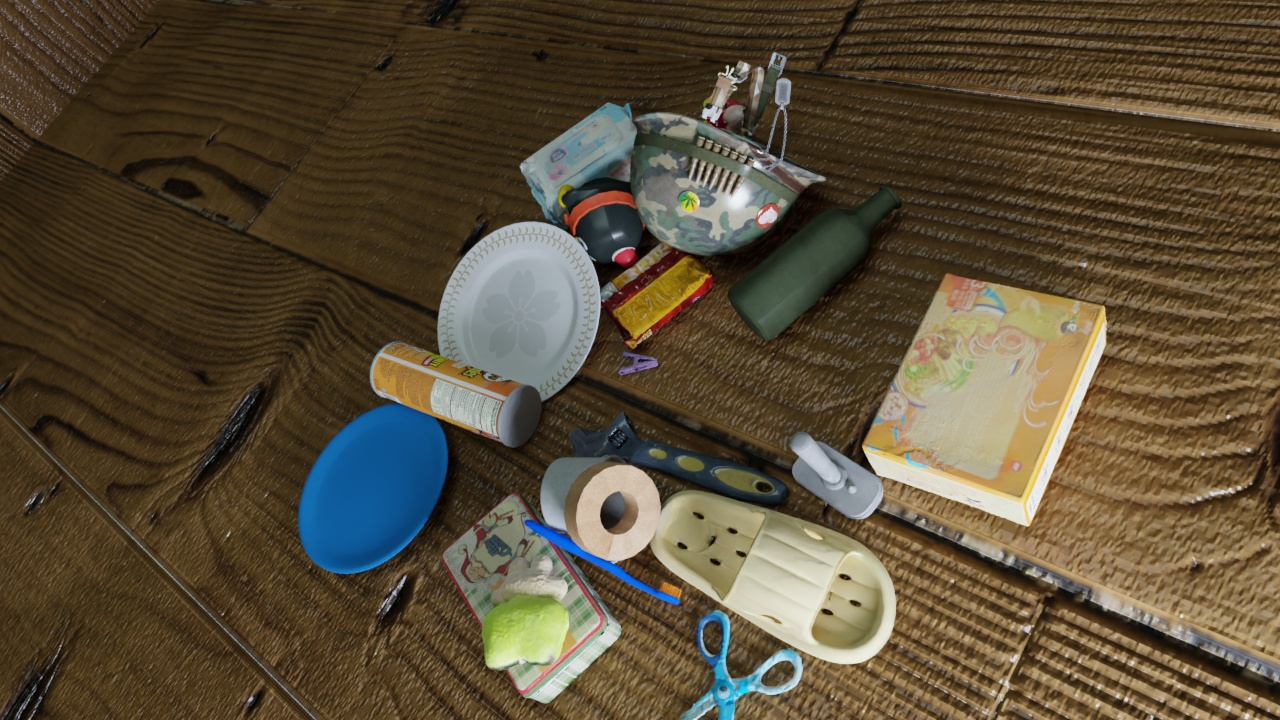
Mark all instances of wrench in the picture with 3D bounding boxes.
[{"bbox_3d":[0.031,0.107,0.974,0.274,0.022,0.073,14,69,35],"label":"wrench"}]

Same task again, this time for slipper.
[{"bbox_3d":[0.110,0.181,0.850,0.262,0.079,0.111,19,68,37],"label":"slipper"}]

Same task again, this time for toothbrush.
[{"bbox_3d":[-0.040,0.200,0.928,0.183,0.016,0.018,24,66,19],"label":"toothbrush"}]

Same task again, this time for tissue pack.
[{"bbox_3d":[-0.066,-0.267,1.235,0.182,0.070,0.112,-35,49,4],"label":"tissue pack"}]

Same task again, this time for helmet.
[{"bbox_3d":[0.099,-0.235,1.037,0.224,0.192,0.236,8,101,18],"label":"helmet"}]

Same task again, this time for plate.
[{"bbox_3d":[-0.153,-0.055,1.150,0.243,0.016,0.242,-6,77,26],"label":"plate"},{"bbox_3d":[-0.328,0.158,1.139,0.225,0.024,0.223,-14,55,21],"label":"plate"}]

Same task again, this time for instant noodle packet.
[{"bbox_3d":[0.015,-0.082,1.092,0.135,0.040,0.098,-39,47,-3],"label":"instant noodle packet"}]

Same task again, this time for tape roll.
[{"bbox_3d":[-0.027,0.147,0.902,0.027,0.094,0.094,4,60,60],"label":"tape roll"}]

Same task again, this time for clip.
[{"bbox_3d":[-0.005,-0.001,1.069,0.050,0.014,0.046,-28,48,15],"label":"clip"}]

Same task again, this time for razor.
[{"bbox_3d":[0.166,0.095,0.846,0.088,0.116,0.047,34,85,39],"label":"razor"}]

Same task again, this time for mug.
[{"bbox_3d":[-0.054,0.156,0.960,0.071,0.084,0.113,-3,91,30],"label":"mug"}]

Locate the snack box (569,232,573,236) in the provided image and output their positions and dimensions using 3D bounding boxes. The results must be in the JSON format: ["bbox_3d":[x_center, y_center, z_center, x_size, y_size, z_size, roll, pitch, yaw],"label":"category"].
[{"bbox_3d":[-0.138,-0.113,1.200,0.141,0.032,0.051,-23,52,15],"label":"snack box"}]

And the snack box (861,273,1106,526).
[{"bbox_3d":[0.311,0.033,0.828,0.145,0.080,0.195,18,70,36],"label":"snack box"}]

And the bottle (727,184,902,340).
[{"bbox_3d":[0.193,-0.112,0.992,0.207,0.071,0.071,-40,50,1],"label":"bottle"}]

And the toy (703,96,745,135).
[{"bbox_3d":[0.078,-0.277,1.173,0.137,0.067,0.105,-49,47,9],"label":"toy"}]

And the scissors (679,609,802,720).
[{"bbox_3d":[0.077,0.289,0.842,0.134,0.012,0.134,-39,50,4],"label":"scissors"}]

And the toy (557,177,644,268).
[{"bbox_3d":[-0.041,-0.167,1.142,0.100,0.097,0.119,-21,55,11],"label":"toy"}]

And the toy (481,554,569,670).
[{"bbox_3d":[-0.110,0.243,0.890,0.092,0.046,0.115,-14,48,18],"label":"toy"}]

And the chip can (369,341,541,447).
[{"bbox_3d":[-0.227,0.038,1.114,0.215,0.075,0.075,17,70,30],"label":"chip can"}]

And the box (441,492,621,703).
[{"bbox_3d":[-0.118,0.241,0.956,0.117,0.050,0.205,-42,51,0],"label":"box"}]
